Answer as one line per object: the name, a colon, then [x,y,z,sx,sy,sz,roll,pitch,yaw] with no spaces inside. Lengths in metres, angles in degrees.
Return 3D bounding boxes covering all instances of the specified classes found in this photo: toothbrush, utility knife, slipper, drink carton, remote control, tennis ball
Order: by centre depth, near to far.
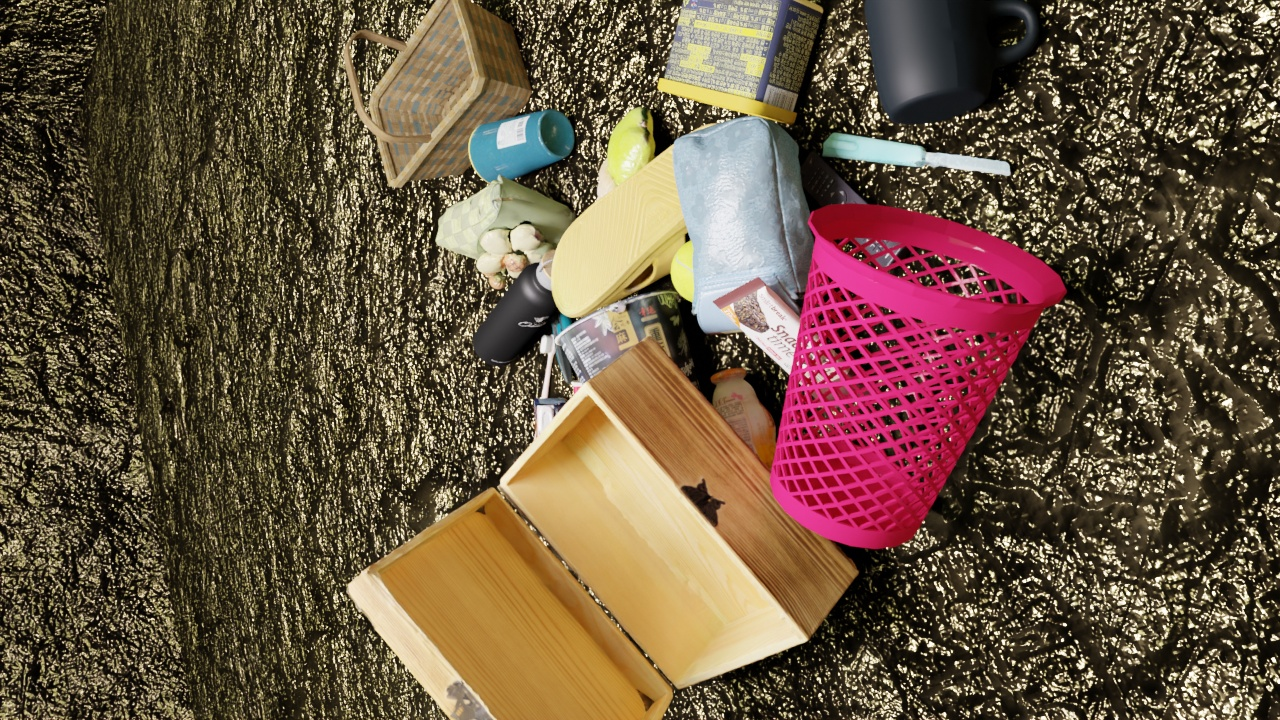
utility knife: [0.223,-0.170,0.763,0.179,0.015,0.022,24,111,46]
remote control: [0.186,-0.133,0.808,0.136,0.015,0.032,56,129,33]
tennis ball: [0.063,-0.088,0.907,0.065,0.065,0.065,4,95,47]
slipper: [0.013,-0.141,0.955,0.264,0.078,0.099,-37,65,24]
drink carton: [-0.102,0.078,1.068,0.130,0.040,0.064,-170,77,-82]
toothbrush: [-0.125,0.055,1.157,0.016,0.018,0.181,23,110,45]

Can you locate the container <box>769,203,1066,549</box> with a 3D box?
container: [0.189,0.018,0.710,0.183,0.182,0.226,37,126,40]

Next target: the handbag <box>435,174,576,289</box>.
handbag: [-0.171,-0.148,1.120,0.187,0.113,0.116,-13,69,49]

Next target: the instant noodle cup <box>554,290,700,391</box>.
instant noodle cup: [-0.006,0.005,0.942,0.138,0.137,0.112,-28,79,45]

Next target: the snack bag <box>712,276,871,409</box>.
snack bag: [0.134,-0.011,0.795,0.057,0.158,0.013,-27,30,43]

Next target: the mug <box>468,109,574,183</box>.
mug: [-0.142,-0.263,1.116,0.122,0.078,0.078,-4,90,43]

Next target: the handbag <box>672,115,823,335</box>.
handbag: [0.101,-0.119,0.829,0.122,0.118,0.192,-10,92,35]

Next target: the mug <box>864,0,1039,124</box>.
mug: [0.240,-0.242,0.703,0.122,0.085,0.094,-9,86,18]

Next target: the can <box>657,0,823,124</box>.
can: [0.092,-0.289,0.857,0.135,0.075,0.104,30,111,43]

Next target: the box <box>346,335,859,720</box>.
box: [-0.054,0.212,0.803,0.279,0.314,0.283,47,143,4]

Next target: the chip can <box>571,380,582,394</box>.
chip can: [-0.039,0.133,1.030,0.069,0.069,0.220,1,94,47]

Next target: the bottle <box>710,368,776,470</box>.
bottle: [0.097,0.063,0.884,0.063,0.063,0.108,-26,72,45]

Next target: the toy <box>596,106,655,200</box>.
toy: [-0.018,-0.213,0.995,0.115,0.046,0.092,-56,28,39]

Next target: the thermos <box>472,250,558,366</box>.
thermos: [-0.134,-0.067,1.099,0.232,0.061,0.061,-41,63,51]

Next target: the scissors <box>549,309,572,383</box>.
scissors: [-0.092,-0.044,1.112,0.140,0.019,0.128,39,124,47]

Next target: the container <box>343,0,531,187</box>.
container: [-0.282,-0.343,1.176,0.251,0.186,0.157,-32,69,44]
